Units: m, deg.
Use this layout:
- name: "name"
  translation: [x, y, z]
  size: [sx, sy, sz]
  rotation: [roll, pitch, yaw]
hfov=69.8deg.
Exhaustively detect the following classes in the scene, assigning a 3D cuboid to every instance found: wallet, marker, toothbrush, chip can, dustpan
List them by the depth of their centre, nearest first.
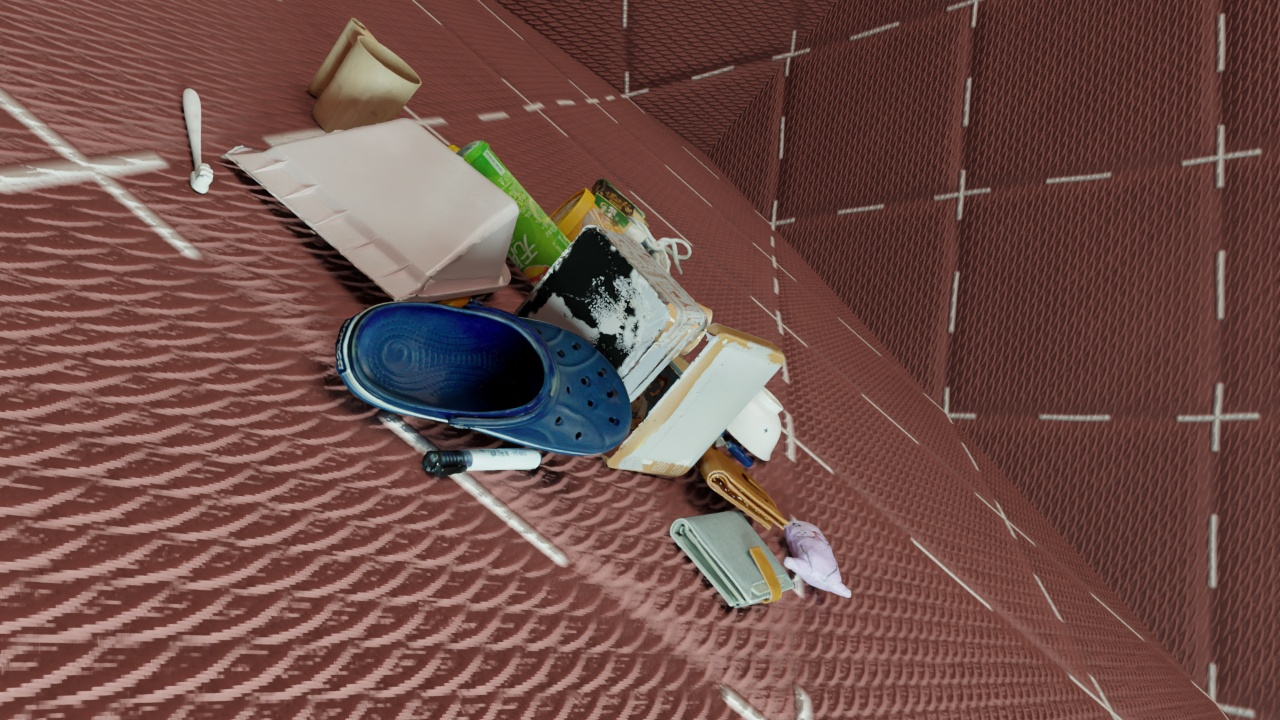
- name: "marker"
  translation: [-0.120, 0.079, 0.719]
  size: [0.130, 0.018, 0.022]
  rotation: [9, 46, -59]
- name: "toothbrush"
  translation: [-0.388, -0.198, 0.802]
  size: [0.016, 0.016, 0.180]
  rotation: [28, 22, -43]
- name: "wallet"
  translation: [0.096, 0.189, 0.886]
  size: [0.106, 0.037, 0.129]
  rotation: [48, 17, 24]
- name: "dustpan"
  translation: [-0.242, -0.127, 0.926]
  size: [0.222, 0.139, 0.272]
  rotation: [41, 44, 12]
- name: "marker"
  translation: [-0.175, -0.065, 0.936]
  size: [0.015, 0.018, 0.123]
  rotation: [47, 17, 1]
- name: "wallet"
  translation: [0.103, 0.134, 1.006]
  size: [0.108, 0.031, 0.131]
  rotation: [39, 5, -13]
- name: "chip can"
  translation: [-0.140, -0.155, 1.071]
  size: [0.221, 0.073, 0.072]
  rotation: [49, 15, -17]

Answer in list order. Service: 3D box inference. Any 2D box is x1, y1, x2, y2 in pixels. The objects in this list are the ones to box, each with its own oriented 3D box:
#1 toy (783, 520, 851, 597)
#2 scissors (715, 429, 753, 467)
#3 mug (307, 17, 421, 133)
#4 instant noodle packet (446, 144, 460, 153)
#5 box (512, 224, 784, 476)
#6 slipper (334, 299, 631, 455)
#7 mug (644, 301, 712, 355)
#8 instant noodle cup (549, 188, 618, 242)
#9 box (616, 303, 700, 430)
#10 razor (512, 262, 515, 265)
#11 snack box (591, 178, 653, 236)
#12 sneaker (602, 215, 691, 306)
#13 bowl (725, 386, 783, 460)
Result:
- name: "toy"
  translation: [0.187, 0.215, 1.018]
  size: [0.084, 0.039, 0.107]
  rotation: [29, 21, -11]
- name: "scissors"
  translation: [0.092, 0.089, 1.103]
  size: [0.171, 0.012, 0.141]
  rotation: [41, 7, -43]
- name: "mug"
  translation: [-0.329, -0.319, 1.065]
  size: [0.124, 0.104, 0.084]
  rotation: [49, 19, 20]
- name: "instant noodle packet"
  translation: [-0.213, -0.226, 1.193]
  size: [0.128, 0.044, 0.110]
  rotation: [39, 11, -22]
- name: "box"
  translation: [-0.009, -0.010, 0.897]
  size: [0.226, 0.180, 0.156]
  rotation: [15, 30, -50]
- name: "slipper"
  translation: [-0.104, 0.007, 0.714]
  size: [0.252, 0.105, 0.095]
  rotation: [16, -15, -33]
- name: "mug"
  translation: [0.031, -0.072, 1.306]
  size: [0.122, 0.078, 0.078]
  rotation: [33, 20, -15]
- name: "instant noodle cup"
  translation: [-0.073, -0.140, 1.185]
  size: [0.114, 0.119, 0.118]
  rotation: [45, 16, -18]
- name: "box"
  translation: [-0.006, 0.006, 1.018]
  size: [0.184, 0.090, 0.059]
  rotation: [46, 18, 19]
- name: "razor"
  translation: [-0.161, -0.161, 1.180]
  size: [0.022, 0.043, 0.142]
  rotation: [11, 19, -7]
- name: "snack box"
  translation: [-0.060, -0.168, 1.291]
  size: [0.117, 0.118, 0.105]
  rotation: [40, 28, -8]
- name: "sneaker"
  translation: [0.000, -0.112, 1.030]
  size: [0.089, 0.091, 0.242]
  rotation: [36, 11, 8]
- name: "bowl"
  translation: [0.150, 0.069, 1.219]
  size: [0.118, 0.065, 0.118]
  rotation: [42, 11, -11]
